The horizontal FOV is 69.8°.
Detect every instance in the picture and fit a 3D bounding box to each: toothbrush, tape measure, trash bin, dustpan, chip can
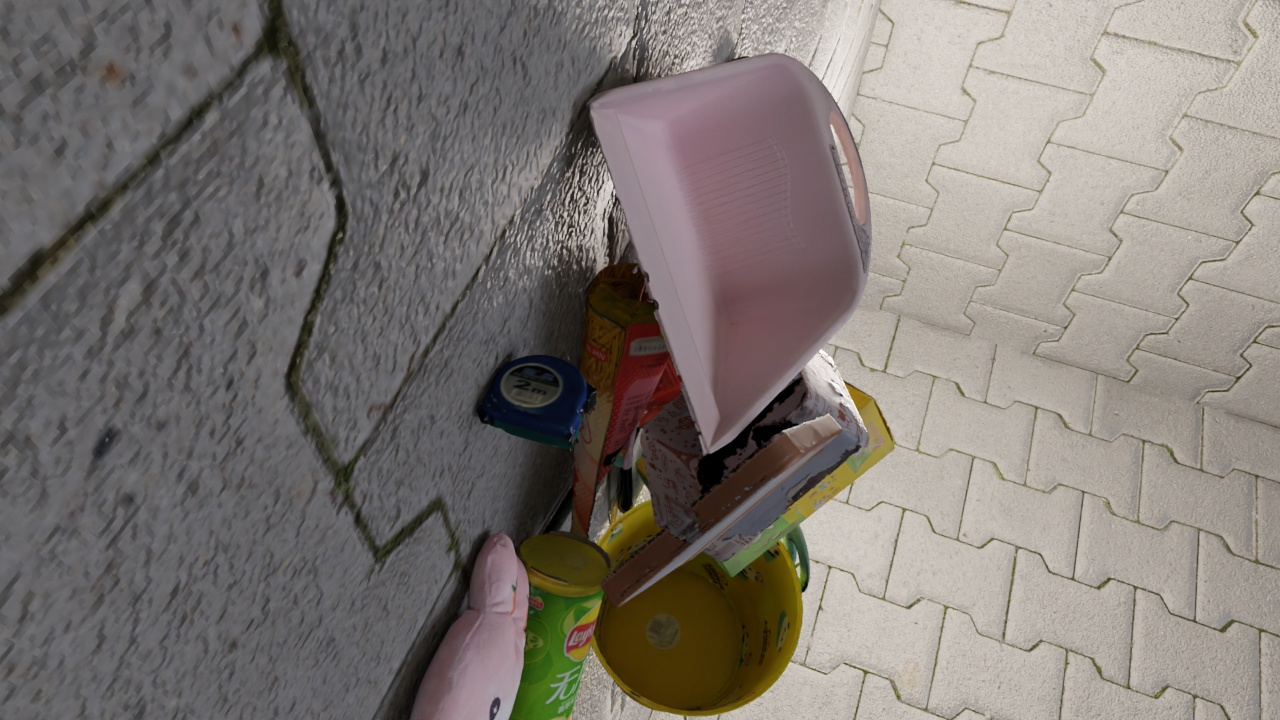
[{"bbox_3d":[-0.051,0.102,0.777,0.185,0.012,0.017,-58,156,-50],"label":"toothbrush"},{"bbox_3d":[-0.056,0.023,0.513,0.054,0.058,0.025,-66,168,-46],"label":"tape measure"},{"bbox_3d":[0.048,0.299,1.059,0.256,0.229,0.229,97,15,-64],"label":"trash bin"},{"bbox_3d":[-0.005,0.005,0.794,0.029,0.021,0.189,-135,-132,-61],"label":"toothbrush"},{"bbox_3d":[0.087,-0.101,0.619,0.272,0.139,0.222,-67,139,-67],"label":"dustpan"},{"bbox_3d":[-0.080,0.243,0.699,0.072,0.072,0.221,-41,147,-69],"label":"chip can"}]

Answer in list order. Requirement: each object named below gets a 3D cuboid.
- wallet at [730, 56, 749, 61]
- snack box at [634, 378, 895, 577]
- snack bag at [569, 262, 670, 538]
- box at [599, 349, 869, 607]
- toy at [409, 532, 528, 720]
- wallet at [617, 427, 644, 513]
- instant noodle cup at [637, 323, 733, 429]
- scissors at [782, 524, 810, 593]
[{"bbox_3d":[0.081,-0.225,0.881,0.096,0.020,0.122,-44,152,-57],"label":"wallet"},{"bbox_3d":[0.119,0.094,0.910,0.210,0.158,0.070,-37,119,-8],"label":"snack box"},{"bbox_3d":[-0.020,0.032,0.697,0.128,0.073,0.208,-76,-179,-51],"label":"snack bag"},{"bbox_3d":[0.076,0.085,0.715,0.179,0.124,0.273,-44,-173,22],"label":"box"},{"bbox_3d":[-0.102,0.191,0.576,0.121,0.054,0.159,85,18,-64],"label":"toy"},{"bbox_3d":[0.000,0.098,1.004,0.121,0.019,0.097,93,17,-48],"label":"wallet"},{"bbox_3d":[0.079,-0.008,0.907,0.079,0.189,0.164,64,16,-2],"label":"instant noodle cup"},{"bbox_3d":[0.145,0.164,1.018,0.179,0.019,0.172,-141,-141,-64],"label":"scissors"}]
